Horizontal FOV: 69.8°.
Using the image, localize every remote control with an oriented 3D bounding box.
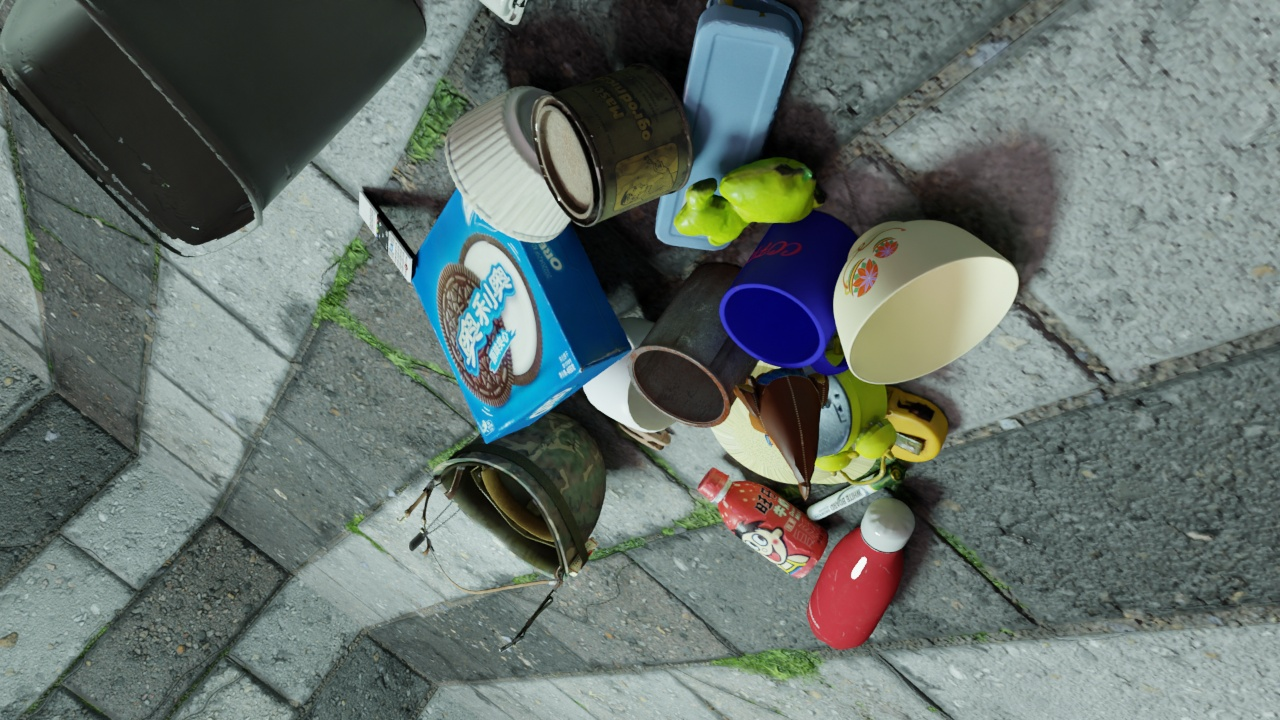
[{"bbox_3d":[-0.250,-0.124,0.907,0.124,0.011,0.028,48,140,33],"label":"remote control"}]

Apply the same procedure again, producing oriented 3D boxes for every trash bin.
[{"bbox_3d":[-0.303,-0.227,0.682,0.198,0.219,0.197,-7,129,46],"label":"trash bin"}]

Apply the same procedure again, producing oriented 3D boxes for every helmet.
[{"bbox_3d":[-0.143,0.173,1.025,0.193,0.235,0.225,34,137,11],"label":"helmet"}]

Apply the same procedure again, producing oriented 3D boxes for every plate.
[{"bbox_3d":[0.122,0.065,0.840,0.184,0.036,0.185,24,145,17],"label":"plate"}]

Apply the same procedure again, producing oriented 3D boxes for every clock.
[{"bbox_3d":[0.155,0.044,0.729,0.083,0.057,0.119,-31,78,54],"label":"clock"}]

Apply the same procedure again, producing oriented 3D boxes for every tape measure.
[{"bbox_3d":[0.219,0.057,0.751,0.059,0.030,0.068,20,145,26],"label":"tape measure"}]

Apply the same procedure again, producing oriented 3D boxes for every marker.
[{"bbox_3d":[0.200,0.126,0.867,0.017,0.017,0.147,37,147,-3],"label":"marker"}]

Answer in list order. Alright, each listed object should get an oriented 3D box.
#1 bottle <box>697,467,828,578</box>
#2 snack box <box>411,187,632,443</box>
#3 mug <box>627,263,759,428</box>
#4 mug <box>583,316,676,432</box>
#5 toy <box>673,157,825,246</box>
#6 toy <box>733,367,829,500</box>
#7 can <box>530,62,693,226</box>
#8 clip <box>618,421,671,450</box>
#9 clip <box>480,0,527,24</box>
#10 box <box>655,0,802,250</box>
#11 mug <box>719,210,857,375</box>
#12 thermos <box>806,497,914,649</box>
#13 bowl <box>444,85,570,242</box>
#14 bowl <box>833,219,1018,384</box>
[{"bbox_3d":[0.121,0.160,0.939,0.137,0.061,0.062,35,147,-1],"label":"bottle"},{"bbox_3d":[-0.119,-0.050,0.820,0.240,0.056,0.195,-35,79,57],"label":"snack box"},{"bbox_3d":[0.051,-0.004,0.754,0.096,0.110,0.123,34,148,11],"label":"mug"},{"bbox_3d":[-0.005,0.005,0.815,0.068,0.094,0.115,26,158,45],"label":"mug"},{"bbox_3d":[0.075,-0.109,0.630,0.094,0.036,0.094,10,148,-36],"label":"toy"},{"bbox_3d":[0.108,0.055,0.692,0.070,0.103,0.090,-8,170,-8],"label":"toy"},{"bbox_3d":[-0.021,-0.144,0.614,0.090,0.074,0.090,47,152,35],"label":"can"},{"bbox_3d":[0.004,0.074,0.972,0.061,0.025,0.049,14,146,18],"label":"clip"},{"bbox_3d":[-0.117,-0.288,0.581,0.125,0.089,0.151,37,157,-7],"label":"clip"},{"bbox_3d":[0.057,-0.160,0.634,0.067,0.052,0.210,10,147,-2],"label":"box"},{"bbox_3d":[0.121,-0.040,0.665,0.111,0.083,0.079,46,146,-16],"label":"mug"},{"bbox_3d":[0.218,0.208,0.902,0.073,0.073,0.240,24,145,16],"label":"thermos"},{"bbox_3d":[-0.081,-0.154,0.688,0.115,0.115,0.063,45,131,-15],"label":"bowl"},{"bbox_3d":[0.174,-0.050,0.605,0.118,0.118,0.074,91,160,-52],"label":"bowl"}]
